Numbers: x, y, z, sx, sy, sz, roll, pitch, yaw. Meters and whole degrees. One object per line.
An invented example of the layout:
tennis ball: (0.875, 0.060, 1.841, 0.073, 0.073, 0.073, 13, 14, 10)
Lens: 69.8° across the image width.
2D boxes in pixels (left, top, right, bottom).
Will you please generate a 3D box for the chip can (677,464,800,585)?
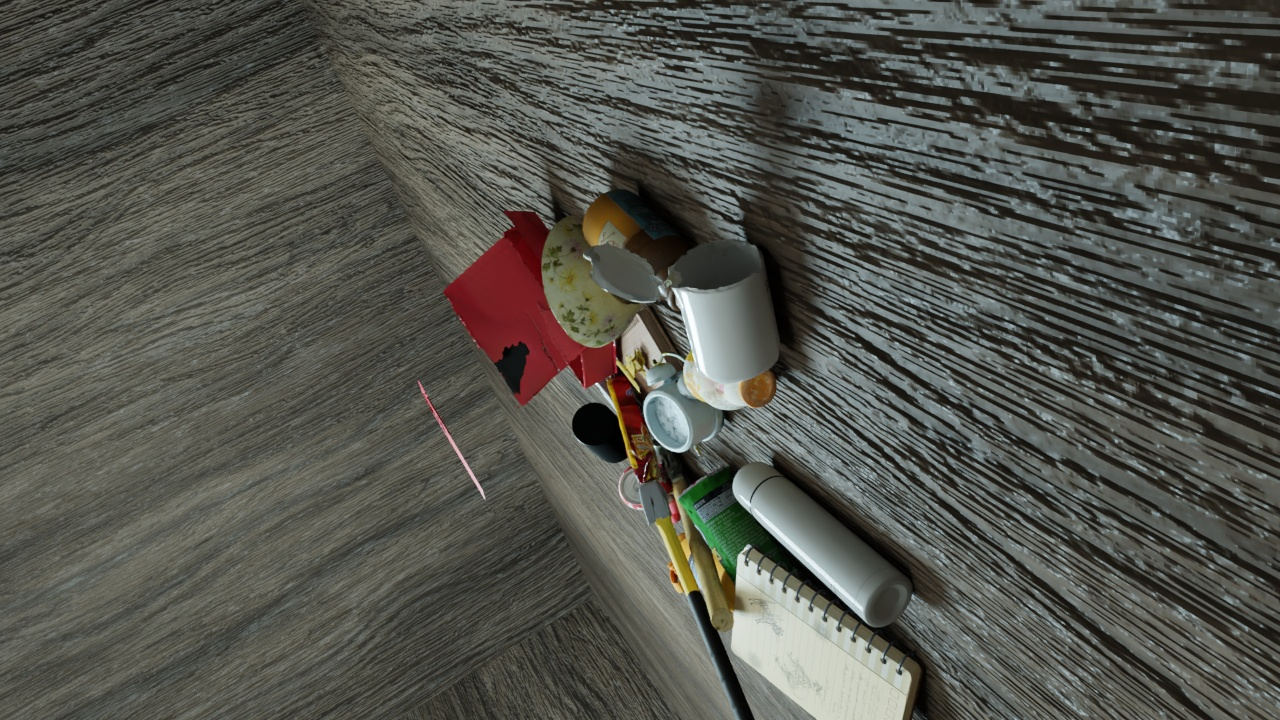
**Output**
chip can: (0.133, 0.234, 1.069, 0.223, 0.075, 0.075, 56, 166, 15)

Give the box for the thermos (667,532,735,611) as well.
thermos: (0.096, 0.284, 1.259, 0.233, 0.091, 0.076, 179, 82, -74)

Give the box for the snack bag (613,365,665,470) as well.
snack bag: (0.002, 0.081, 1.317, 0.158, 0.013, 0.057, 63, -167, -6)

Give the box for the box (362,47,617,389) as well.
box: (-0.168, -0.122, 1.058, 0.215, 0.141, 0.511, 55, -179, 23)

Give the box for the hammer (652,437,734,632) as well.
hammer: (0.071, 0.223, 1.160, 0.330, 0.033, 0.132, -106, -6, -65)

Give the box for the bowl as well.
bowl: (-0.034, -0.090, 0.970, 0.063, 0.144, 0.145, -12, 112, 37)

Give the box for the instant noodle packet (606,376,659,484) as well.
instant noodle packet: (-0.009, 0.093, 1.214, 0.099, 0.040, 0.135, 68, -176, -55)

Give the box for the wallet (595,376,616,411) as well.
wallet: (-0.030, 0.063, 1.396, 0.116, 0.032, 0.086, 50, 174, 28)

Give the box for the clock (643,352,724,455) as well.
clock: (0.045, 0.044, 1.008, 0.083, 0.056, 0.118, 15, 123, 44)

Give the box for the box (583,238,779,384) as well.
box: (0.035, -0.043, 0.737, 0.083, 0.143, 0.138, -93, -10, -52)

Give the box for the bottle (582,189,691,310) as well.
bottle: (0.010, -0.097, 0.859, 0.157, 0.067, 0.068, 49, 162, 40)

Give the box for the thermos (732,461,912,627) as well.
thermos: (0.162, 0.165, 0.871, 0.224, 0.052, 0.052, 40, 155, 55)

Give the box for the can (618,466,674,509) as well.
can: (0.010, 0.180, 1.302, 0.064, 0.064, 0.104, 56, -172, 16)

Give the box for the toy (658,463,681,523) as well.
toy: (0.027, 0.185, 1.397, 0.135, 0.045, 0.092, 59, 169, 30)

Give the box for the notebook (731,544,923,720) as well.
notebook: (0.183, 0.306, 0.960, 0.225, 0.024, 0.168, 30, 132, 40)

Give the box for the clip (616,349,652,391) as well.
clip: (-0.004, 0.006, 1.123, 0.054, 0.044, 0.050, 52, 130, 28)

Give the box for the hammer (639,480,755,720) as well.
hammer: (0.069, 0.294, 1.108, 0.127, 0.029, 0.323, 61, -175, -73)

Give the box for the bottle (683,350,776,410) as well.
bottle: (0.083, 0.015, 0.833, 0.063, 0.063, 0.109, 65, 167, -18)

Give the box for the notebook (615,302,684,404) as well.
notebook: (0.019, 0.020, 1.150, 0.169, 0.022, 0.211, 60, 166, 2)

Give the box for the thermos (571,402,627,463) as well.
thermos: (-0.047, 0.115, 1.353, 0.061, 0.061, 0.231, 56, 179, 17)
